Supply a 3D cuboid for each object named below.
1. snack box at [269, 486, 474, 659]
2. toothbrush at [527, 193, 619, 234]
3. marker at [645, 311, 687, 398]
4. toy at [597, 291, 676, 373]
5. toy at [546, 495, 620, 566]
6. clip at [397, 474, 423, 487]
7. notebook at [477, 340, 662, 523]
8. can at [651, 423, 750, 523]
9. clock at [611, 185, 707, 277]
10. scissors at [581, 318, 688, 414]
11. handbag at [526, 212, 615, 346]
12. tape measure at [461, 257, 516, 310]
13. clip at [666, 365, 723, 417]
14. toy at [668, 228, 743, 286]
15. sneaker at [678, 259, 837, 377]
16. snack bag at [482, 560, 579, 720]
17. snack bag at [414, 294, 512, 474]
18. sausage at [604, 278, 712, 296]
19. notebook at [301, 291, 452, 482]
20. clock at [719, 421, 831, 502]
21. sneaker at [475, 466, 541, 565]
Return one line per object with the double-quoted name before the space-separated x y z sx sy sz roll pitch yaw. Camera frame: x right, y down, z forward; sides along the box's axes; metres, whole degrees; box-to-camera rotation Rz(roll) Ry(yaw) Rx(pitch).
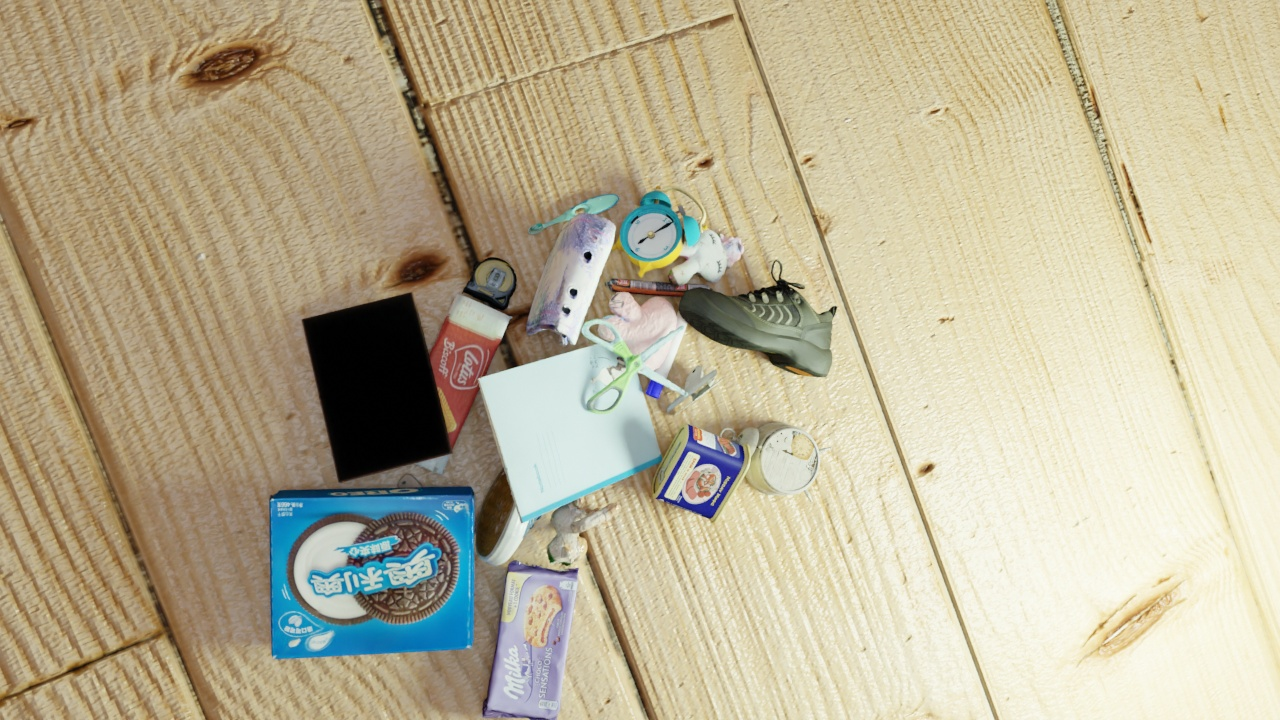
"snack box" -0.322 0.254 1.113 0.238 0.056 0.195 0 95 -12
"toothbrush" -0.089 -0.197 1.231 0.135 0.017 0.022 -23 90 -14
"marker" 0.041 -0.017 1.255 0.020 0.020 0.141 23 82 -12
"toy" -0.003 -0.043 1.222 0.105 0.053 0.108 30 77 -22
"toy" -0.080 0.218 1.173 0.074 0.085 0.105 39 67 -11
"clip" -0.280 0.171 1.165 0.026 0.059 0.052 -48 139 -11
"notebook" -0.080 0.080 1.161 0.252 0.009 0.181 -18 93 -45
"can" 0.078 0.149 1.219 0.092 0.056 0.116 22 115 -10
"clock" 0.025 -0.177 1.234 0.129 0.044 0.099 -45 71 -4
"scissors" -0.009 0.001 1.185 0.171 0.023 0.172 -41 100 -19
"handbag" -0.085 -0.099 1.171 0.069 0.127 0.158 22 81 -15
"tape measure" -0.191 -0.103 1.191 0.061 0.034 0.061 23 80 -13
"clip" 0.074 0.031 1.245 0.045 0.102 0.055 41 35 -14
"toy" 0.087 -0.145 1.264 0.122 0.038 0.079 -15 79 -19
"sneaker" 0.176 -0.078 1.247 0.237 0.101 0.143 22 84 -21
"snack bag" -0.140 0.361 1.172 0.096 0.058 0.205 10 87 -11
"snack bag" -0.243 0.029 1.170 0.077 0.041 0.225 24 83 -10
"sausage" 0.026 -0.098 1.255 0.155 0.020 0.020 2 87 -14
"notebook" -0.326 0.032 1.137 0.141 0.008 0.209 -15 84 -5
"clock" 0.180 0.129 1.262 0.157 0.061 0.103 23 82 -14
"sneaker" -0.132 0.157 1.181 0.079 0.088 0.235 34 74 -30
